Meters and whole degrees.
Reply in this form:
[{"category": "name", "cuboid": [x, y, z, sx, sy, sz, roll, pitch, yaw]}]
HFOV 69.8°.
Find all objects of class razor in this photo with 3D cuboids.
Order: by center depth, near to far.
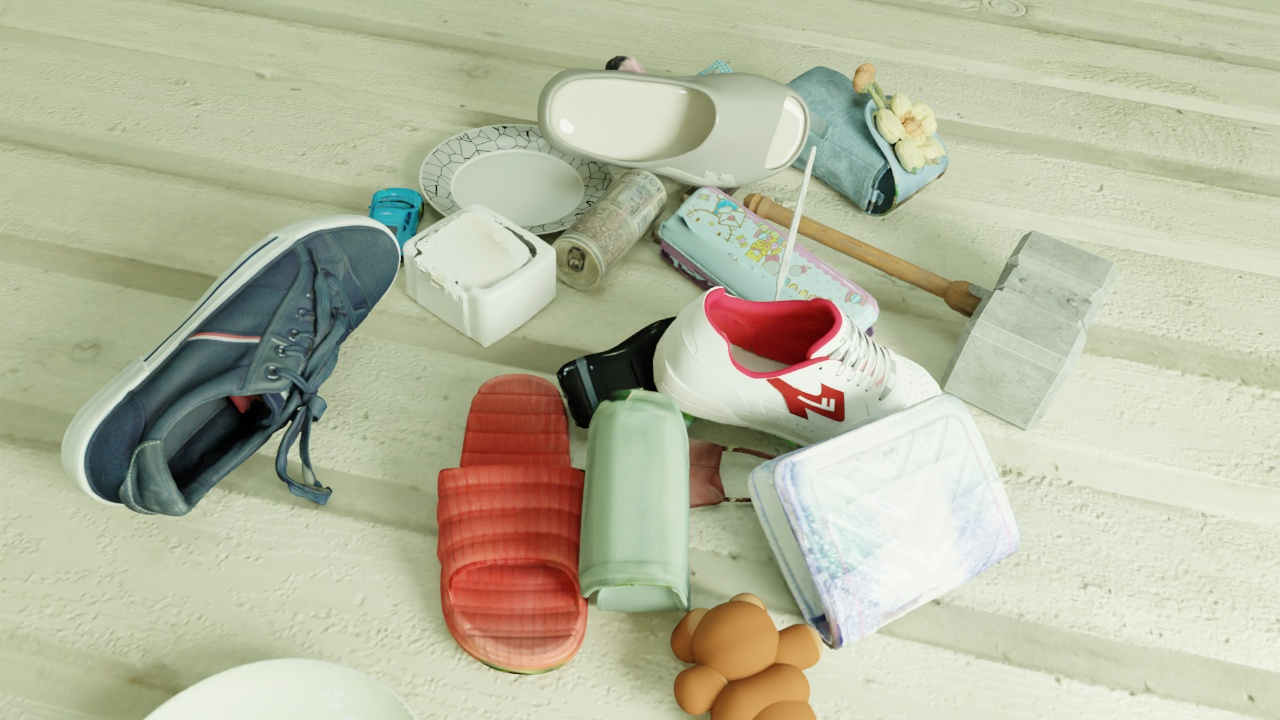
[{"category": "razor", "cuboid": [-0.004, 0.004, 0.714, 0.140, 0.053, 0.064, -28, 14, -34]}]

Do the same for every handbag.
[{"category": "handbag", "cuboid": [-0.003, 0.092, 0.580, 0.067, 0.106, 0.121, -1, 64, 4]}, {"category": "handbag", "cuboid": [0.164, 0.106, 0.623, 0.158, 0.069, 0.126, -19, 81, -20]}, {"category": "handbag", "cuboid": [0.074, 0.084, 0.669, 0.119, 0.029, 0.055, 4, 65, -11]}, {"category": "handbag", "cuboid": [0.222, -0.238, 0.940, 0.121, 0.119, 0.192, -32, 62, -32]}]

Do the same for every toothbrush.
[{"category": "toothbrush", "cuboid": [0.112, -0.086, 0.717, 0.010, 0.182, 0.010, -23, 48, -32]}]

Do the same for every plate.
[{"category": "plate", "cuboid": [-0.194, 0.245, 0.472, 0.182, 0.034, 0.182, 3, 45, -4]}, {"category": "plate", "cuboid": [-0.121, -0.176, 0.908, 0.188, 0.016, 0.188, 3, 45, -4]}]

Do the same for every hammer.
[{"category": "hammer", "cuboid": [0.229, -0.081, 0.809, 0.318, 0.083, 0.162, 28, 49, 20]}]

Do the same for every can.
[{"category": "can", "cuboid": [-0.027, -0.123, 0.841, 0.054, 0.054, 0.135, 24, 48, 16]}]

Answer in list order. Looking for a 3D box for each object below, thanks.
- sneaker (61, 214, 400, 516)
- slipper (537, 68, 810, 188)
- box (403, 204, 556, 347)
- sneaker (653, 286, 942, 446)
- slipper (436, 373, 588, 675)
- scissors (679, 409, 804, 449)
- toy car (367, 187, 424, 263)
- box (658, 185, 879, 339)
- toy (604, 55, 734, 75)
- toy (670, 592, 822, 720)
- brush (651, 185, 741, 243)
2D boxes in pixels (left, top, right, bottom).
[{"category": "sneaker", "cuboid": [-0.249, 0.002, 0.659, 0.127, 0.121, 0.293, 14, 47, 24]}, {"category": "slipper", "cuboid": [0.036, -0.221, 0.867, 0.265, 0.113, 0.080, 6, 19, -8]}, {"category": "box", "cuboid": [-0.137, -0.087, 0.769, 0.107, 0.091, 0.102, 31, 49, 25]}, {"category": "sneaker", "cuboid": [0.136, 0.003, 0.671, 0.236, 0.105, 0.090, 16, 53, -13]}, {"category": "slipper", "cuboid": [-0.085, 0.089, 0.622, 0.103, 0.059, 0.248, -1, 44, -8]}, {"category": "scissors", "cuboid": [0.056, 0.029, 0.730, 0.171, 0.021, 0.171, 25, 51, 23]}, {"category": "toy car", "cuboid": [-0.227, -0.129, 0.839, 0.048, 0.032, 0.105, 3, 44, -4]}, {"category": "box", "cuboid": [0.107, -0.072, 0.810, 0.078, 0.065, 0.214, -37, 59, -20]}, {"category": "toy", "cuboid": [0.046, -0.253, 0.971, 0.205, 0.131, 0.105, -16, 80, -32]}, {"category": "toy", "cuboid": [0.071, 0.200, 0.541, 0.095, 0.065, 0.127, -19, 59, -13]}, {"category": "brush", "cuboid": [0.058, -0.157, 0.914, 0.039, 0.012, 0.150, 28, 50, 19]}]
